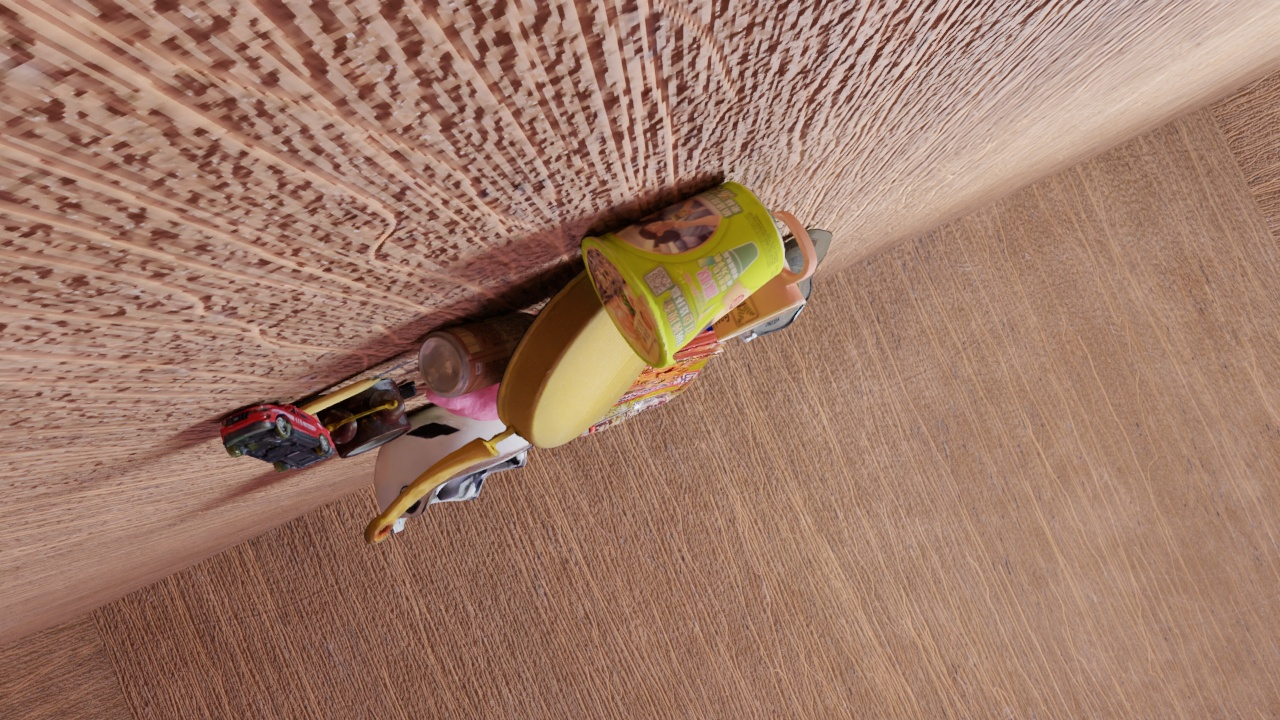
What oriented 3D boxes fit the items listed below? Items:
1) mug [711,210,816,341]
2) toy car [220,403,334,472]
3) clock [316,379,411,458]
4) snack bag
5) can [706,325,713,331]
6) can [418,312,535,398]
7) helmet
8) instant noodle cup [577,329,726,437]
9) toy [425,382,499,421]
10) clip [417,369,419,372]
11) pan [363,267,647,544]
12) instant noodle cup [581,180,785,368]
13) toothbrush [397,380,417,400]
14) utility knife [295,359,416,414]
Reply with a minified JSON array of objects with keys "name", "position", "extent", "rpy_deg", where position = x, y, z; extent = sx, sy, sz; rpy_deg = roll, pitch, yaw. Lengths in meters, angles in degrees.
[{"name":"mug","position":[0.094,-0.085,0.787],"extent":[0.115,0.106,0.081],"rpy_deg":[-27,177,43]},{"name":"toy car","position":[-0.308,0.062,0.779],"extent":[0.053,0.045,0.120],"rpy_deg":[-22,163,2]},{"name":"clock","position":[-0.270,0.056,0.899],"extent":[0.082,0.055,0.122],"rpy_deg":[-23,176,-16]},{"name":"snack bag","position":[0.195,-0.099,1.232],"extent":[0.111,0.039,0.190],"rpy_deg":[-16,-146,40]},{"name":"can","position":[0.120,-0.090,1.229],"extent":[0.148,0.049,0.074],"rpy_deg":[-32,-158,29]},{"name":"can","position":[-0.136,-0.007,0.808],"extent":[0.059,0.058,0.116],"rpy_deg":[-26,177,35]},{"name":"helmet","position":[-0.291,0.137,1.368],"extent":[0.228,0.146,0.259],"rpy_deg":[-24,170,-48]},{"name":"instant noodle cup","position":[-0.006,0.006,1.020],"extent":[0.164,0.079,0.189],"rpy_deg":[-18,163,-28]},{"name":"toy","position":[-0.167,0.036,1.135],"extent":[0.195,0.074,0.178],"rpy_deg":[-14,170,22]},{"name":"clip","position":[-0.200,0.006,0.933],"extent":[0.027,0.045,0.058],"rpy_deg":[-17,163,-50]},{"name":"pan","position":[-0.107,0.043,0.815],"extent":[0.357,0.078,0.197],"rpy_deg":[-51,161,-2]},{"name":"instant noodle cup","position":[0.037,-0.071,0.681],"extent":[0.123,0.111,0.112],"rpy_deg":[-31,179,-13]},{"name":"toothbrush","position":[-0.300,0.055,1.046],"extent":[0.014,0.018,0.190],"rpy_deg":[-25,180,-44]},{"name":"utility knife","position":[-0.282,0.038,0.823],"extent":[0.188,0.020,0.031],"rpy_deg":[-19,-177,11]}]
